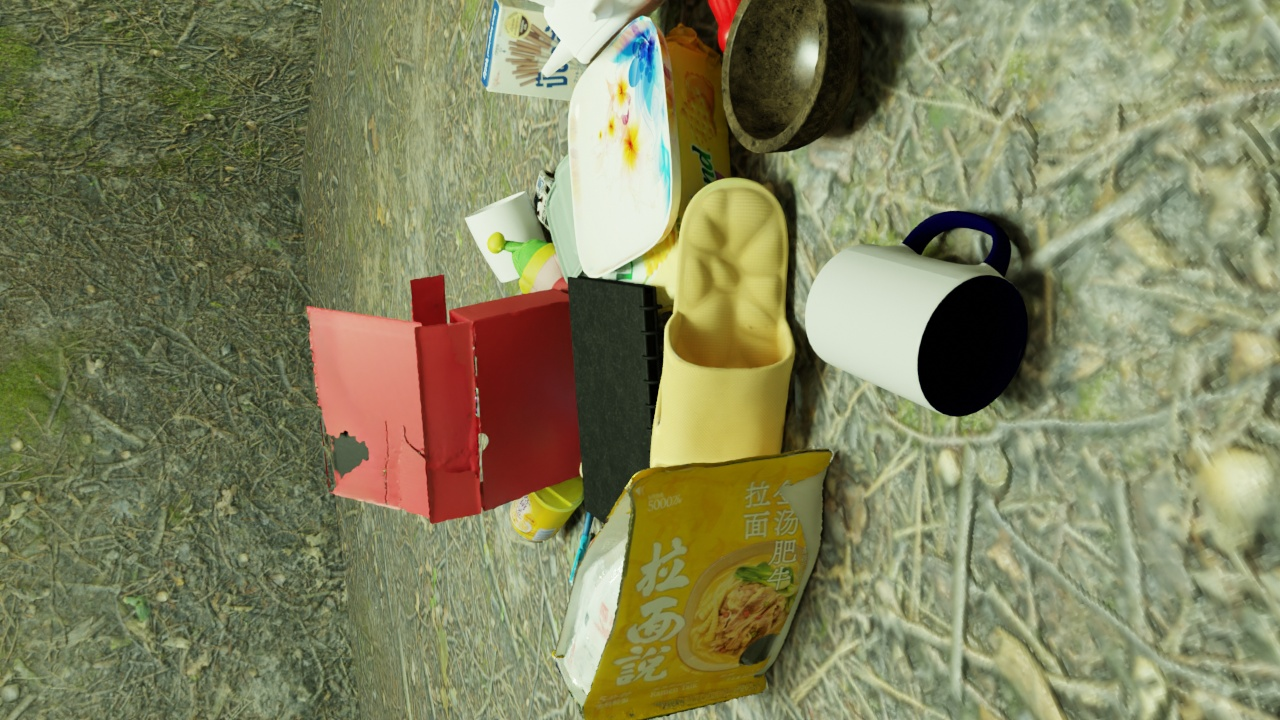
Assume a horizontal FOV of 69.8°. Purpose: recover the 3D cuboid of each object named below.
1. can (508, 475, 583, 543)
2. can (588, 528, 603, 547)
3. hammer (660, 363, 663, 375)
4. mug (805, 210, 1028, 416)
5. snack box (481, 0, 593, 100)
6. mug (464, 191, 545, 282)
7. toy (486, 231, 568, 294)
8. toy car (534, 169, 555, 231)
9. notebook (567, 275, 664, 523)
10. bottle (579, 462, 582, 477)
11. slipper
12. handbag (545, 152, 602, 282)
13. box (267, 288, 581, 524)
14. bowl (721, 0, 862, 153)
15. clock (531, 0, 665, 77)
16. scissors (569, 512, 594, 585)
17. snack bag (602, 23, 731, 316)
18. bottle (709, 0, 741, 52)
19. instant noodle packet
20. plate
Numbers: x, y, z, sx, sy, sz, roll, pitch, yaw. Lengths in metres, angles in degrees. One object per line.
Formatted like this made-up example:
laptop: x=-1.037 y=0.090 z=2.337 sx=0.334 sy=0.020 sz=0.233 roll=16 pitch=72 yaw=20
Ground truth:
can: x=-0.109 y=0.163 z=1.068 sx=0.105 sy=0.067 sz=0.067 roll=-56 pitch=44 yaw=50
can: x=-0.033 y=0.246 z=0.923 sx=0.067 sy=0.067 sz=0.170 roll=54 pitch=137 yaw=48
hammer: x=-0.006 y=0.006 z=0.896 sx=0.317 sy=0.028 sz=0.147 roll=11 pitch=89 yaw=63
mug: x=0.163 y=-0.034 z=0.524 sx=0.112 sy=0.078 sz=0.097 roll=-59 pitch=31 yaw=1
snack box: x=-0.072 y=-0.292 z=0.877 sx=0.026 sy=0.149 sz=0.082 roll=62 pitch=142 yaw=43
mug: x=-0.151 y=-0.155 z=1.123 sx=0.081 sy=0.114 sz=0.088 roll=-15 pitch=108 yaw=26
toy: x=-0.106 y=-0.100 z=1.014 sx=0.124 sy=0.096 sz=0.131 roll=-60 pitch=43 yaw=41
toy car: x=-0.106 y=-0.183 z=1.071 sx=0.112 sy=0.040 sz=0.049 roll=56 pitch=138 yaw=48
notebook: x=-0.019 y=0.045 z=0.812 sx=0.169 sy=0.019 sz=0.231 roll=17 pitch=113 yaw=63
bottle: x=-0.013 y=0.118 z=0.899 sx=0.161 sy=0.046 sz=0.072 roll=8 pitch=99 yaw=63
slipper: x=0.065 y=-0.004 z=0.672 sx=0.078 sy=0.099 sz=0.263 roll=-167 pitch=81 yaw=-84
handbag: x=-0.047 y=-0.146 z=0.930 sx=0.106 sy=0.067 sz=0.121 roll=-53 pitch=46 yaw=49
box: x=-0.203 y=0.048 z=0.914 sx=0.124 sy=0.315 sz=0.211 roll=-126 pitch=34 yaw=-62
bowl: x=0.111 y=-0.201 z=0.624 sx=0.121 sy=0.056 sz=0.121 roll=7 pitch=97 yaw=63
clock: x=-0.023 y=-0.322 z=0.781 sx=0.073 sy=0.160 sz=0.126 roll=50 pitch=155 yaw=-11
scissors: x=-0.061 y=0.196 z=0.971 sx=0.141 sy=0.014 sz=0.090 roll=-65 pitch=-13 yaw=-75
snack bag: x=0.021 y=-0.151 z=0.794 sx=0.160 sy=0.068 sz=0.247 roll=166 pitch=101 yaw=-64
bottle: x=0.069 y=-0.296 z=0.723 sx=0.036 sy=0.036 sz=0.119 roll=-42 pitch=55 yaw=57
instant noodle packet: x=0.041 y=0.157 z=0.666 sx=0.084 sy=0.162 sz=0.222 roll=57 pitch=140 yaw=47
plate: x=-0.015 y=-0.171 z=0.767 sx=0.187 sy=0.016 sz=0.187 roll=-18 pitch=76 yaw=62
